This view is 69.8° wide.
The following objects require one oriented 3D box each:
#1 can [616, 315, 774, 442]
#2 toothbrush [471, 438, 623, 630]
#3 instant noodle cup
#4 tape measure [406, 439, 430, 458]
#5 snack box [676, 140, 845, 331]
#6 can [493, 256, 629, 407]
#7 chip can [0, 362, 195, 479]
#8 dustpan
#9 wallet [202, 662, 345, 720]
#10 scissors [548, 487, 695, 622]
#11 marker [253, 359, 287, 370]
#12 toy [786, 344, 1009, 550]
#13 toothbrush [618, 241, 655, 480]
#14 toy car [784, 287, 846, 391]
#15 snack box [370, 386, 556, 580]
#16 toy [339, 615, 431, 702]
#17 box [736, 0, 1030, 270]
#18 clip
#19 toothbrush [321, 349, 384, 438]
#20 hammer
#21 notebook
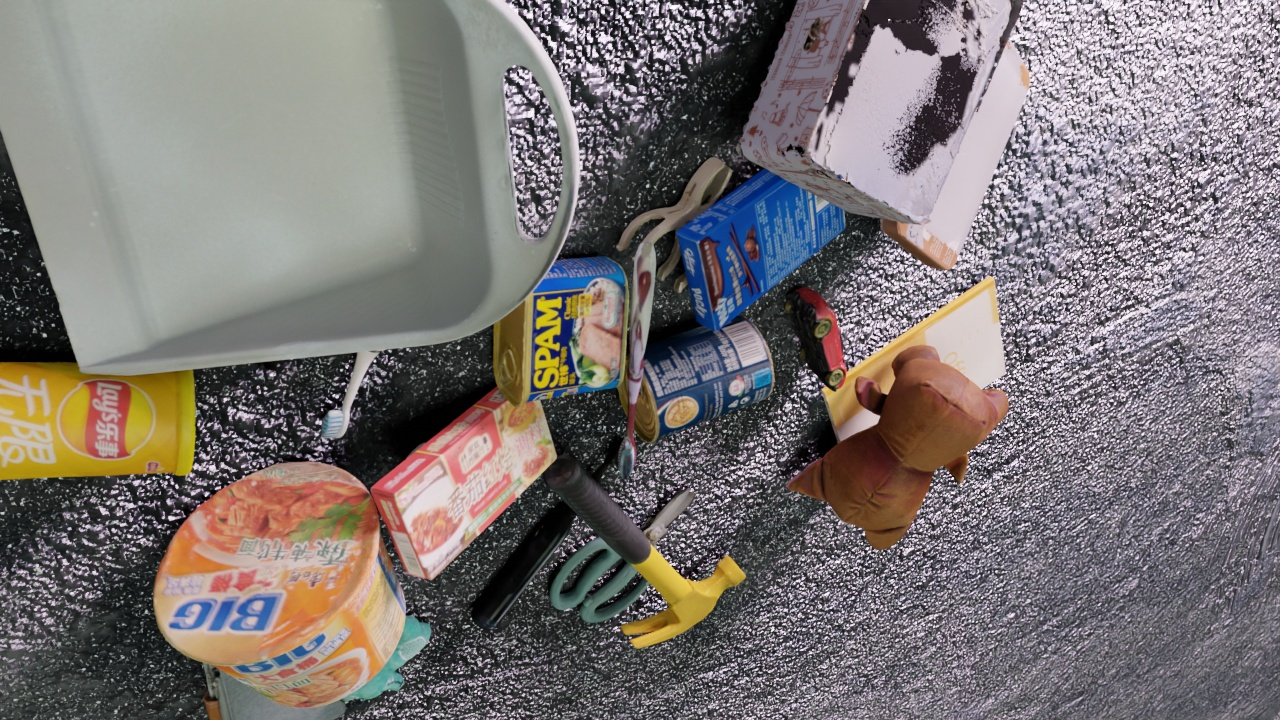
[{"bbox_3d":[0.044,0.013,0.743,0.111,0.075,0.075,-19,129,-19],"label":"can"},{"bbox_3d":[-0.076,0.152,0.804,0.027,0.026,0.213,32,102,-33],"label":"toothbrush"},{"bbox_3d":[-0.239,0.163,0.641,0.151,0.151,0.112,-25,139,-14],"label":"instant noodle cup"},{"bbox_3d":[-0.151,0.093,0.712,0.066,0.033,0.066,5,117,-34],"label":"tape measure"},{"bbox_3d":[0.096,-0.099,0.701,0.156,0.026,0.085,-38,135,-24],"label":"snack box"},{"bbox_3d":[-0.057,-0.023,0.663,0.083,0.057,0.102,-9,116,-28],"label":"can"},{"bbox_3d":[-0.369,0.033,0.514,0.213,0.072,0.072,2,120,-31],"label":"chip can"},{"bbox_3d":[-0.175,-0.099,0.470,0.257,0.143,0.223,-16,117,-25],"label":"dustpan"},{"bbox_3d":[-0.296,0.258,0.742,0.106,0.037,0.130,-18,131,-34],"label":"wallet"},{"bbox_3d":[-0.022,0.173,0.858,0.129,0.019,0.185,16,111,-38],"label":"scissors"},{"bbox_3d":[-0.259,-0.044,0.561,0.022,0.020,0.132,-10,134,12],"label":"marker"},{"bbox_3d":[0.247,0.084,0.885,0.200,0.140,0.130,-57,171,17],"label":"toy"},{"bbox_3d":[-0.004,0.004,0.677,0.016,0.017,0.188,6,112,2],"label":"toothbrush"},{"bbox_3d":[0.159,-0.017,0.808,0.031,0.049,0.106,-29,131,-8],"label":"toy car"},{"bbox_3d":[-0.122,0.081,0.665,0.152,0.025,0.075,-43,129,-45],"label":"snack box"},{"bbox_3d":[-0.217,0.259,0.790,0.092,0.030,0.096,-46,153,-7],"label":"toy"},{"bbox_3d":[0.211,-0.181,0.675,0.260,0.103,0.178,20,94,-33],"label":"box"},{"bbox_3d":[0.021,-0.102,0.676,0.096,0.035,0.101,0,117,-32],"label":"clip"},{"bbox_3d":[-0.171,-0.038,0.613,0.026,0.027,0.221,3,121,-48],"label":"toothbrush"},{"bbox_3d":[-0.004,0.173,0.830,0.128,0.033,0.301,-40,136,-5],"label":"hammer"},{"bbox_3d":[0.283,0.021,0.934,0.206,0.010,0.146,-33,132,-6],"label":"notebook"}]
